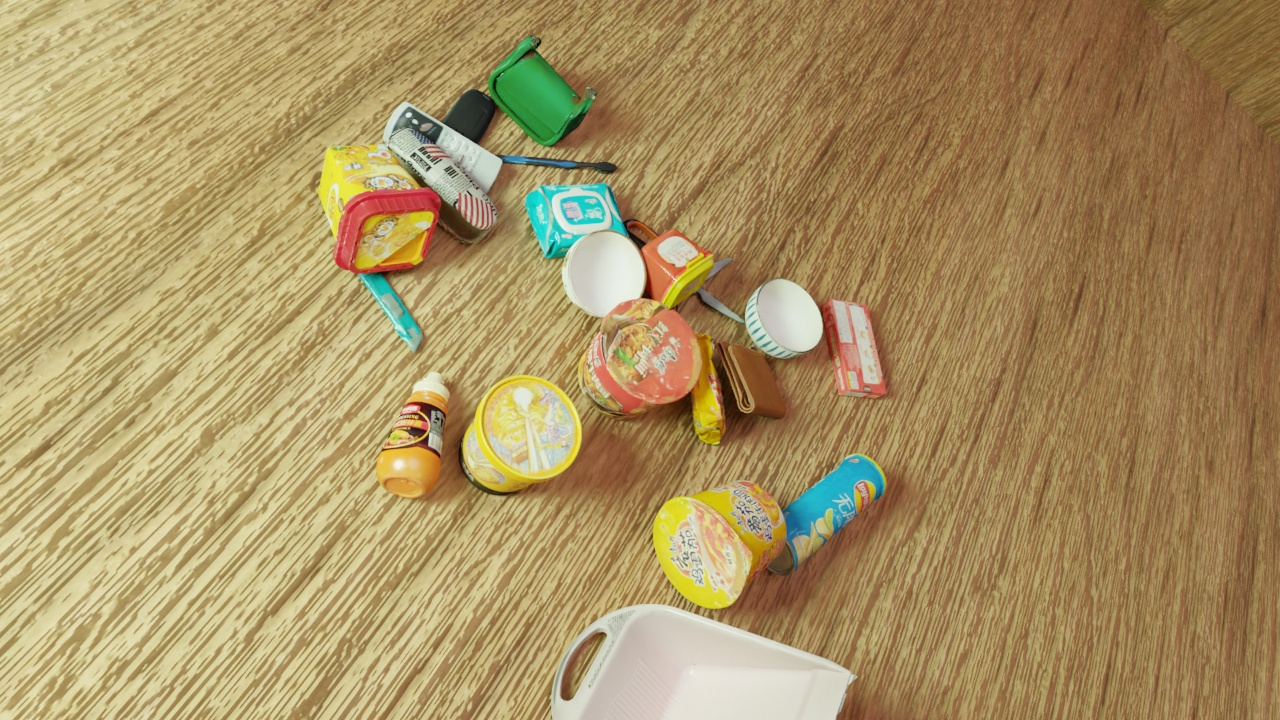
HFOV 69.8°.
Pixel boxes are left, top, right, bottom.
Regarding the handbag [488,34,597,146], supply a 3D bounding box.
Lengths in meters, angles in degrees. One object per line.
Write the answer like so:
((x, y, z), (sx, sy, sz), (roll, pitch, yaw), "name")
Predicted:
((-0.131, -0.366, 1.246), (0.131, 0.120, 0.067), (45, 55, -13), "handbag")

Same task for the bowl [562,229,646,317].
((-0.055, -0.110, 1.195), (0.113, 0.062, 0.113), (1, 89, -29), "bowl")

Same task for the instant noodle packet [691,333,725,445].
((0.085, 0.038, 1.192), (0.044, 0.111, 0.128), (-7, 68, 6), "instant noodle packet")

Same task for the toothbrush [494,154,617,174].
((-0.118, -0.274, 1.279), (0.189, 0.016, 0.014), (-2, 77, -28), "toothbrush")

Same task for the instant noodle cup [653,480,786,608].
((0.101, 0.212, 1.102), (0.109, 0.138, 0.138), (-19, 78, -44), "instant noodle cup")

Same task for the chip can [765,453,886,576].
((0.240, 0.201, 1.220), (0.209, 0.071, 0.071), (-29, 83, -37), "chip can")

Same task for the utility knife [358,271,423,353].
((-0.304, -0.081, 1.074), (0.029, 0.013, 0.166), (-34, 86, -42), "utility knife")

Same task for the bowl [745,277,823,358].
((0.197, -0.053, 1.321), (0.116, 0.066, 0.116), (12, 63, -25), "bowl")

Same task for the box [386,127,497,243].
((-0.241, -0.223, 1.131), (0.163, 0.082, 0.075), (44, 63, -8), "box")

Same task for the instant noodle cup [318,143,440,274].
((-0.309, -0.180, 1.058), (0.116, 0.116, 0.123), (-14, 58, -38), "instant noodle cup")

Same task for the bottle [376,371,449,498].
((-0.242, 0.075, 1.009), (0.066, 0.067, 0.149), (23, 51, -19), "bottle")

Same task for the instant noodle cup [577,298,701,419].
((-0.007, 0.007, 1.146), (0.137, 0.109, 0.137), (11, 63, -23), "instant noodle cup")

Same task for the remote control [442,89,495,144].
((-0.232, -0.317, 1.224), (0.053, 0.024, 0.136), (32, 55, -15), "remote control")

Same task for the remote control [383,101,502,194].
((-0.253, -0.270, 1.177), (0.150, 0.021, 0.058), (29, 83, -16), "remote control")

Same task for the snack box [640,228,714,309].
((0.042, -0.126, 1.232), (0.080, 0.082, 0.091), (45, 51, 11), "snack box")

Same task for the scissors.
((0.052, -0.110, 1.291), (0.233, 0.022, 0.220), (40, 54, -7), "scissors")

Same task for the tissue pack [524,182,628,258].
((-0.083, -0.190, 1.233), (0.133, 0.050, 0.093), (-11, 72, -34), "tissue pack")

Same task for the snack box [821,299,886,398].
((0.326, -0.018, 1.405), (0.075, 0.026, 0.152), (6, 65, -29), "snack box")

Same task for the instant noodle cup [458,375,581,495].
((-0.141, 0.091, 1.023), (0.118, 0.115, 0.118), (12, 62, -24), "instant noodle cup")

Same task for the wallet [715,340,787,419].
((0.152, 0.026, 1.245), (0.131, 0.031, 0.107), (13, 53, -62), "wallet")

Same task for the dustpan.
((0.047, 0.364, 0.950), (0.139, 0.274, 0.221), (56, 45, -27), "dustpan")
